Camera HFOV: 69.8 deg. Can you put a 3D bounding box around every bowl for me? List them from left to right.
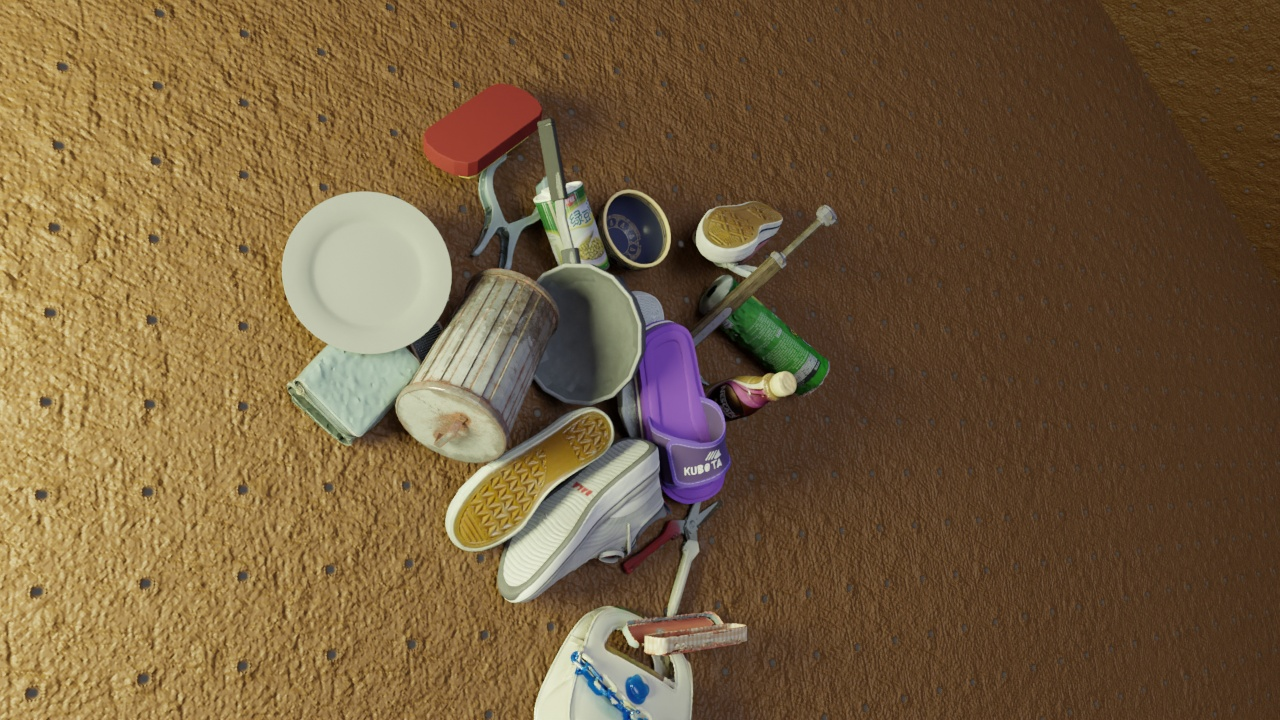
[{"bbox_3d":[-0.021,-0.175,1.286,0.112,0.061,0.112,11,71,-33],"label":"bowl"}]

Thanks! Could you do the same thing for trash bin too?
[{"bbox_3d":[-0.184,0.010,1.055,0.131,0.131,0.210,38,47,-21],"label":"trash bin"}]

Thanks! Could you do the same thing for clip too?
[{"bbox_3d":[-0.152,-0.186,1.217,0.141,0.029,0.171,19,67,-29],"label":"clip"}]

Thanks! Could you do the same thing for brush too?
[{"bbox_3d":[-0.233,0.019,1.108,0.049,0.015,0.135,-27,94,-38],"label":"brush"},{"bbox_3d":[-0.202,-0.293,1.186,0.082,0.042,0.173,33,54,13],"label":"brush"}]

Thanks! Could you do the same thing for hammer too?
[{"bbox_3d":[0.159,-0.104,1.305,0.317,0.028,0.147,-42,123,1],"label":"hammer"}]

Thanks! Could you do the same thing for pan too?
[{"bbox_3d":[-0.085,-0.122,1.148,0.041,0.179,0.357,-17,98,-63],"label":"pan"}]

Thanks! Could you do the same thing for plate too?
[{"bbox_3d":[-0.299,-0.096,1.010,0.178,0.012,0.178,1,88,-18],"label":"plate"}]

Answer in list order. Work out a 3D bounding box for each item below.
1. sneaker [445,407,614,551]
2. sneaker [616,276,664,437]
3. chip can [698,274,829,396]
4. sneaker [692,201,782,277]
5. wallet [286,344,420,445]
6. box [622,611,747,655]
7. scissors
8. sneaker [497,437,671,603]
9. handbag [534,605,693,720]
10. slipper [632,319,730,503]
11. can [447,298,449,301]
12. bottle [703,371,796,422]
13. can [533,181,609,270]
[{"bbox_3d":[-0.141,0.133,1.108,0.235,0.079,0.087,-38,109,-18],"label":"sneaker"},{"bbox_3d":[-0.007,0.007,1.231,0.089,0.087,0.236,-16,113,-24],"label":"sneaker"},{"bbox_3d":[0.186,-0.037,1.389,0.223,0.076,0.075,39,58,-21],"label":"chip can"},{"bbox_3d":[0.141,-0.177,1.386,0.118,0.088,0.240,36,31,14],"label":"sneaker"},{"bbox_3d":[-0.318,0.018,1.027,0.100,0.054,0.131,53,51,-21],"label":"wallet"},{"bbox_3d":[0.060,0.349,1.172,0.186,0.083,0.043,12,79,-48],"label":"box"},{"bbox_3d":[0.049,0.255,1.245,0.193,0.015,0.179,1,75,-36],"label":"scissors"},{"bbox_3d":[-0.062,0.218,1.136,0.262,0.097,0.129,-41,123,-27],"label":"sneaker"},{"bbox_3d":[-0.014,0.401,1.117,0.200,0.093,0.199,37,50,-22],"label":"handbag"},{"bbox_3d":[0.061,0.082,1.187,0.107,0.084,0.267,-22,114,-21],"label":"slipper"},{"bbox_3d":[-0.291,-0.110,1.063,0.078,0.079,0.142,-41,102,-36],"label":"can"},{"bbox_3d":[0.149,0.048,1.278,0.059,0.166,0.059,10,71,-33],"label":"bottle"},{"bbox_3d":[-0.090,-0.171,1.211,0.067,0.067,0.121,-36,117,-37],"label":"can"}]
